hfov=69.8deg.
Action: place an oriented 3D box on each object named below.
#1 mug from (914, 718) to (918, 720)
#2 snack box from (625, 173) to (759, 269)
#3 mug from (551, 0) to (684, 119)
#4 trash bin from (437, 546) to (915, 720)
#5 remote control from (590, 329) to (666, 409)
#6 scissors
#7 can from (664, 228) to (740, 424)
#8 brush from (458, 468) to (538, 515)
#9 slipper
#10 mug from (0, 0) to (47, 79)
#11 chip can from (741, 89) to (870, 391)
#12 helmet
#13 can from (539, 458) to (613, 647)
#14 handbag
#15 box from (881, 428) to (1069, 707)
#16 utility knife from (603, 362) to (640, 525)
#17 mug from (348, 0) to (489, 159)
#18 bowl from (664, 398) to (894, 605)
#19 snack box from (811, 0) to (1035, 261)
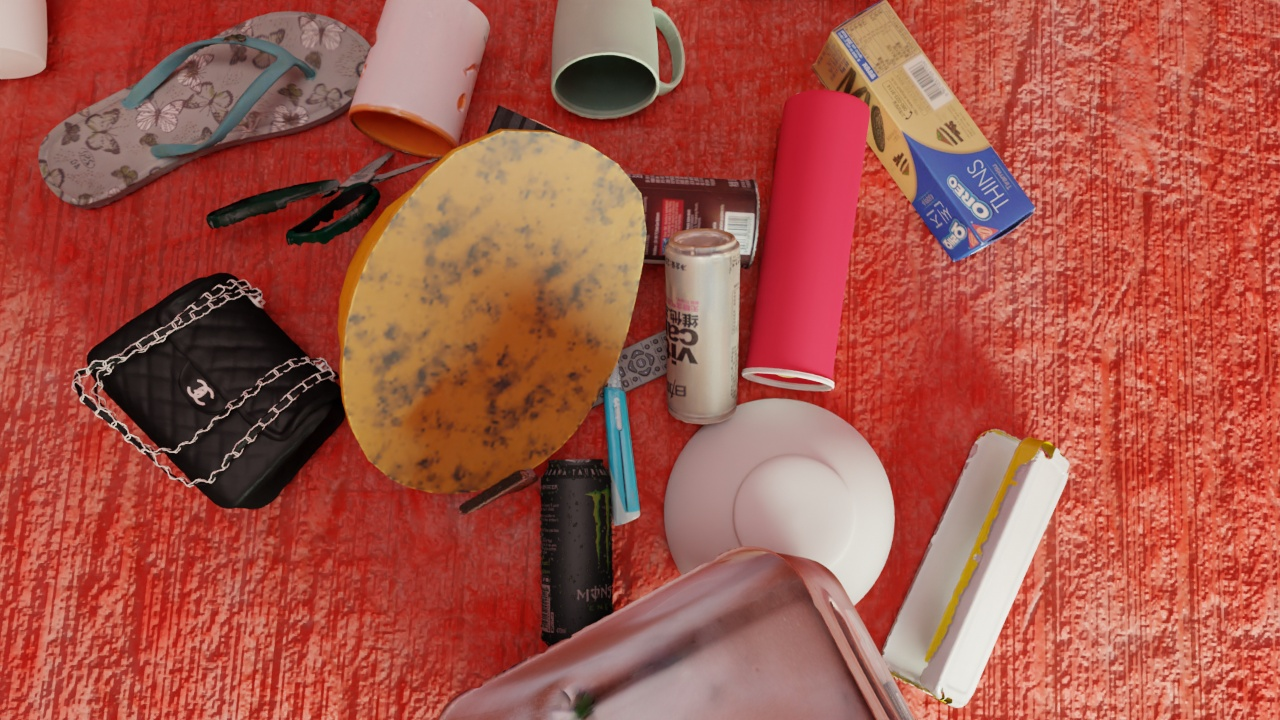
[{"bbox_3d":[0.171,0.286,0.637,0.100,0.120,0.096,31,44,11],"label":"mug"},{"bbox_3d":[0.025,-0.107,0.701,0.121,0.072,0.072,2,83,-4],"label":"snack box"},{"bbox_3d":[-0.015,-0.252,0.719,0.111,0.084,0.104,10,68,-30],"label":"mug"},{"bbox_3d":[0.031,0.246,0.572,0.260,0.157,0.181,-32,68,13],"label":"trash bin"},{"bbox_3d":[-0.004,0.004,0.714,0.136,0.013,0.033,-24,87,-5],"label":"remote control"},{"bbox_3d":[-0.241,-0.110,0.652,0.204,0.201,0.015,-12,116,13],"label":"scissors"},{"bbox_3d":[0.045,-0.025,0.670,0.054,0.054,0.136,-3,115,-4],"label":"can"},{"bbox_3d":[-0.087,0.086,0.634,0.045,0.143,0.008,-31,84,2],"label":"brush"},{"bbox_3d":[-0.339,-0.205,0.704,0.268,0.055,0.098,-24,82,-4],"label":"slipper"},{"bbox_3d":[-0.507,-0.264,0.697,0.114,0.080,0.087,-9,89,27],"label":"mug"},{"bbox_3d":[0.129,-0.091,0.706,0.069,0.069,0.220,10,82,-2],"label":"chip can"},{"bbox_3d":[-0.122,-0.047,0.644,0.205,0.131,0.255,16,103,-41],"label":"helmet"},{"bbox_3d":[-0.047,0.142,0.674,0.054,0.054,0.137,-1,83,-3],"label":"can"},{"bbox_3d":[-0.297,0.015,0.648,0.153,0.115,0.125,44,80,7],"label":"handbag"},{"bbox_3d":[0.258,0.156,0.694,0.067,0.070,0.210,29,82,-20],"label":"box"},{"bbox_3d":[-0.021,0.037,0.699,0.022,0.015,0.176,-7,89,-12],"label":"utility knife"},{"bbox_3d":[-0.167,-0.219,0.699,0.082,0.082,0.105,14,81,-1],"label":"mug"},{"bbox_3d":[0.108,0.114,0.680,0.176,0.066,0.176,0,83,-3],"label":"bowl"},{"bbox_3d":[0.221,-0.179,0.728,0.057,0.056,0.206,-33,85,-8],"label":"snack box"}]
